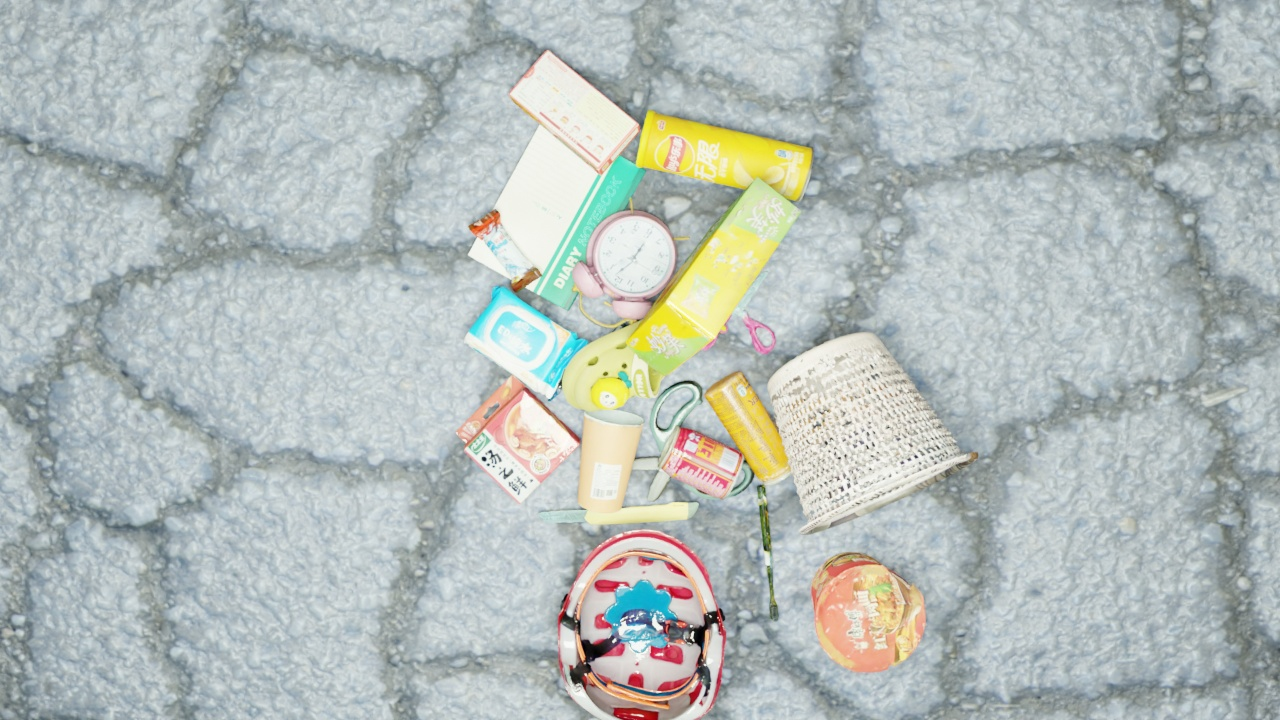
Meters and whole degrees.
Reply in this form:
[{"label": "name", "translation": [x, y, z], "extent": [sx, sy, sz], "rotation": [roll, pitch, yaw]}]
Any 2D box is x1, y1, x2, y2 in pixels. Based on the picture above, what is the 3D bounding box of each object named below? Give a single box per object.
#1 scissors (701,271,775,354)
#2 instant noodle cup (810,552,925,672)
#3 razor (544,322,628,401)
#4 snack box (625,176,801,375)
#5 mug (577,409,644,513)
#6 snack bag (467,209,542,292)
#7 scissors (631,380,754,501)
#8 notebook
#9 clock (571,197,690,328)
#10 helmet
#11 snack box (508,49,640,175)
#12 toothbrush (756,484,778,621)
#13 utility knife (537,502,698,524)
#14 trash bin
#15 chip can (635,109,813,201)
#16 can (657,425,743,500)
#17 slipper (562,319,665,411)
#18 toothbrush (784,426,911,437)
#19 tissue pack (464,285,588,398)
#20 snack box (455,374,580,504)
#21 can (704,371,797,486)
[{"label": "scissors", "translation": [0.129, -0.059, 1.195], "extent": [0.135, 0.017, 0.133], "rotation": [38, 91, -1]}, {"label": "instant noodle cup", "translation": [0.282, 0.316, 1.182], "extent": [0.138, 0.108, 0.138], "rotation": [0, 95, 0]}, {"label": "razor", "translation": [-0.071, -0.003, 1.196], "extent": [0.143, 0.022, 0.042], "rotation": [-37, 65, 6]}, {"label": "snack box", "translation": [0.083, -0.096, 1.084], "extent": [0.070, 0.158, 0.209], "rotation": [37, 66, -4]}, {"label": "mug", "translation": [-0.043, 0.130, 1.185], "extent": [0.078, 0.078, 0.123], "rotation": [9, 100, -1]}, {"label": "snack bag", "translation": [-0.172, -0.139, 1.168], "extent": [0.048, 0.026, 0.104], "rotation": [-31, 95, 14]}, {"label": "scissors", "translation": [0.076, 0.121, 1.210], "extent": [0.179, 0.019, 0.170], "rotation": [22, 94, -3]}, {"label": "notebook", "translation": [-0.108, -0.190, 1.184], "extent": [0.150, 0.012, 0.209], "rotation": [29, 94, -3]}, {"label": "clock", "translation": [-0.019, -0.116, 1.161], "extent": [0.117, 0.060, 0.158], "rotation": [32, 95, -9]}, {"label": "helmet", "translation": [0.001, 0.336, 1.172], "extent": [0.207, 0.144, 0.240], "rotation": [3, 81, -1]}, {"label": "snack box", "translation": [-0.083, -0.310, 1.146], "extent": [0.156, 0.027, 0.077], "rotation": [41, 90, 9]}, {"label": "toothbrush", "translation": [0.170, 0.257, 1.223], "extent": [0.012, 0.017, 0.186], "rotation": [-6, 95, 3]}, {"label": "utility knife", "translation": [-0.029, 0.205, 1.216], "extent": [0.213, 0.022, 0.031], "rotation": [-5, 114, -5]}, {"label": "trash bin", "translation": [0.259, 0.081, 1.112], "extent": [0.227, 0.227, 0.192], "rotation": [-24, 73, 2]}, {"label": "chip can", "translation": [0.104, -0.254, 1.147], "extent": [0.213, 0.072, 0.072], "rotation": [13, 95, -2]}, {"label": "can", "translation": [0.076, 0.129, 1.168], "extent": [0.094, 0.066, 0.066], "rotation": [25, 95, -3]}, {"label": "slipper", "translation": [-0.007, 0.007, 1.152], "extent": [0.190, 0.081, 0.092], "rotation": [-30, 134, -6]}, {"label": "toothbrush", "translation": [0.269, 0.094, 1.208], "extent": [0.189, 0.016, 0.014], "rotation": [-3, 91, 1]}, {"label": "tissue pack", "translation": [-0.148, -0.025, 1.165], "extent": [0.140, 0.063, 0.090], "rotation": [34, 86, 3]}, {"label": "snack box", "translation": [-0.162, 0.102, 1.195], "extent": [0.127, 0.044, 0.113], "rotation": [44, 94, -3]}, {"label": "can", "translation": [0.144, 0.088, 1.186], "extent": [0.058, 0.058, 0.146], "rotation": [-33, 95, 3]}]
